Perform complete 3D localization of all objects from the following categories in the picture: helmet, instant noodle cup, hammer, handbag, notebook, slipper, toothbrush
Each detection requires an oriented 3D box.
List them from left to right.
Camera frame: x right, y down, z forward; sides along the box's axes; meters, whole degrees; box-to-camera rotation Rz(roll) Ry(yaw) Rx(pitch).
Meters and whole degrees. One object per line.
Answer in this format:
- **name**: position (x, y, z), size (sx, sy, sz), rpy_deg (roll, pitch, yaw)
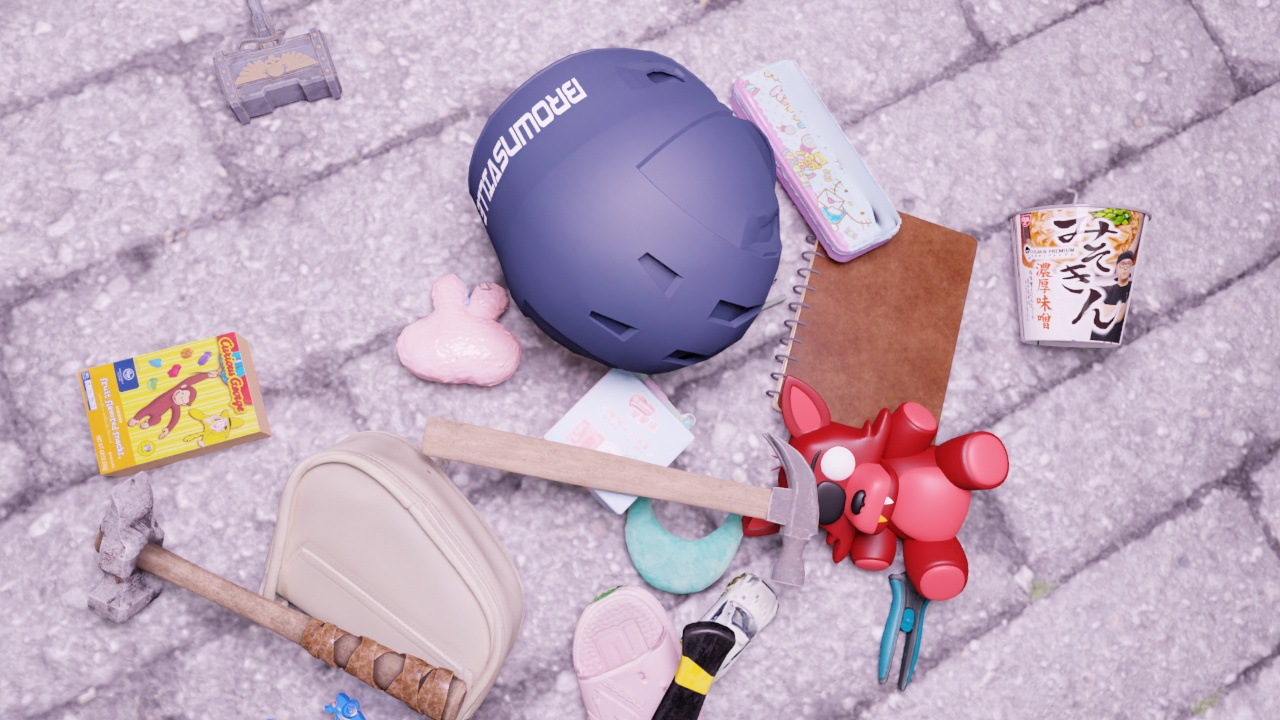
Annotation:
- **hammer**: position (-0.376, -0.384, 0.850), size (0.098, 0.044, 0.322), rpy_deg (-19, 83, -11)
- **hammer**: position (-0.282, 0.198, 0.710), size (0.319, 0.048, 0.122), rpy_deg (23, 113, 6)
- **handbag**: position (-0.194, 0.178, 0.769), size (0.229, 0.131, 0.184), rpy_deg (37, 102, 3)
- **hammer**: position (-0.012, 0.095, 0.750), size (0.331, 0.031, 0.119), rpy_deg (12, 82, -6)
- **toothbrush**: position (-0.005, 0.005, 0.848), size (0.155, 0.015, 0.022), rpy_deg (48, 43, 1)
- **hammer**: position (0.001, 0.352, 0.725), size (0.170, 0.034, 0.325), rpy_deg (22, 98, -1)
- **slipper**: position (0.010, 0.309, 0.764), size (0.094, 0.064, 0.239), rpy_deg (-23, 88, 5)
- **helmet**: position (0.014, -0.098, 0.745), size (0.233, 0.271, 0.223), rpy_deg (-46, 65, 27)
- **notebook**: position (0.223, -0.038, 0.883), size (0.167, 0.024, 0.225), rpy_deg (17, 78, -6)
- **instant noodle cup**: position (0.413, -0.076, 0.875), size (0.123, 0.124, 0.121), rpy_deg (4, 89, -7)

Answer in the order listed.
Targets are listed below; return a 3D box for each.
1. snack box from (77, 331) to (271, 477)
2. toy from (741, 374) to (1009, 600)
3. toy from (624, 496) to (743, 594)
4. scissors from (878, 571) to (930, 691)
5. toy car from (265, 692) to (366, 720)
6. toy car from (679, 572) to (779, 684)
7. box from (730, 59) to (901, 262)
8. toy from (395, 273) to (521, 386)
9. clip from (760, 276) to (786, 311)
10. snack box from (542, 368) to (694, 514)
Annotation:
- **snack box**: position (-0.391, 0.037, 0.776), size (0.125, 0.040, 0.088), rpy_deg (-16, 83, -10)
- **toy**: position (0.203, 0.111, 0.809), size (0.197, 0.120, 0.158), rpy_deg (15, 103, -1)
- **toy**: position (0.035, 0.164, 0.817), size (0.105, 0.033, 0.085), rpy_deg (14, 79, -1)
- **scissors**: position (0.253, 0.229, 0.844), size (0.136, 0.019, 0.138), rpy_deg (-33, 85, -14)
- **toy car**: position (-0.251, 0.310, 0.749), size (0.061, 0.033, 0.092), rpy_deg (-35, 86, -19)
- **toy car**: position (0.079, 0.236, 0.811), size (0.048, 0.033, 0.105), rpy_deg (44, 76, 3)
- **box**: position (0.165, -0.194, 0.878), size (0.076, 0.033, 0.214), rpy_deg (-26, 74, -11)
- **toy**: position (-0.158, -0.027, 0.817), size (0.108, 0.053, 0.105), rpy_deg (8, 68, -6)
- **clip**: position (0.102, -0.054, 0.870), size (0.076, 0.023, 0.044), rpy_deg (-26, 86, -9)
- **snack box**: position (-0.022, 0.069, 0.802), size (0.093, 0.079, 0.094), rpy_deg (45, 79, 0)
